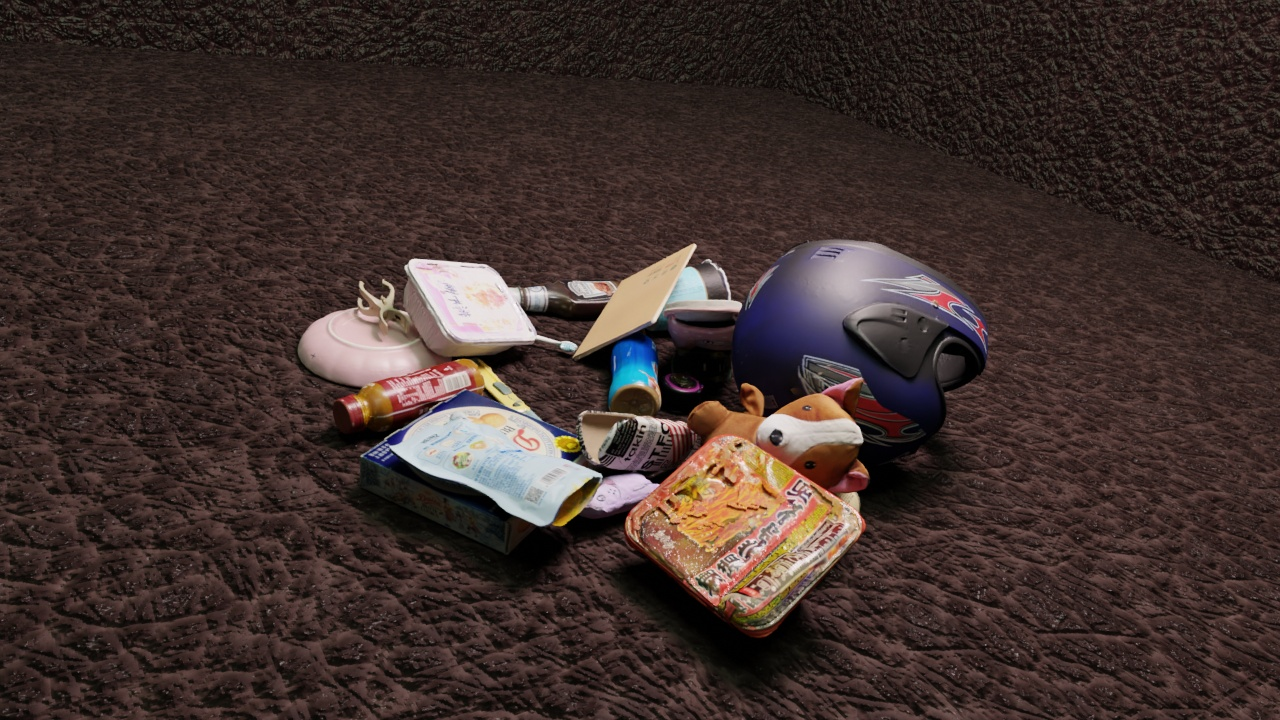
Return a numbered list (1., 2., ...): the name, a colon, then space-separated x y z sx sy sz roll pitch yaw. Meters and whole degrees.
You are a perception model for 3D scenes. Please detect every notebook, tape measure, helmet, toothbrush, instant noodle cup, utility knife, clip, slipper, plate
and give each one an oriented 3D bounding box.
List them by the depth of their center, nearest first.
1. instant noodle cup: 0.095 0.169 0.871 0.164 0.079 0.189 -38 50 -24
2. helmet: 0.263 0.012 1.113 0.315 0.248 0.240 23 68 -14
3. utility knife: -0.169 0.043 1.143 0.030 0.021 0.198 -15 40 -34
4. plate: -0.339 -0.026 1.181 0.192 0.039 0.192 9 26 -4
5. clip: -0.323 -0.070 1.192 0.104 0.035 0.081 33 34 29
6. tape measure: 0.051 0.040 1.196 0.057 0.039 0.058 -1 29 -23
7. instant noodle cup: -0.232 -0.060 1.204 0.173 0.060 0.138 -5 57 -57
8. slipper: 0.093 -0.041 1.262 0.114 0.054 0.274 0 -6 7
9. toothbrush: -0.196 -0.044 1.287 0.224 0.026 0.027 14 25 6
10. notebook: -0.006 -0.086 1.302 0.148 0.008 0.207 -24 24 35
11. instant noodle cup: 0.061 -0.091 1.404 0.120 0.111 0.111 -12 33 -22

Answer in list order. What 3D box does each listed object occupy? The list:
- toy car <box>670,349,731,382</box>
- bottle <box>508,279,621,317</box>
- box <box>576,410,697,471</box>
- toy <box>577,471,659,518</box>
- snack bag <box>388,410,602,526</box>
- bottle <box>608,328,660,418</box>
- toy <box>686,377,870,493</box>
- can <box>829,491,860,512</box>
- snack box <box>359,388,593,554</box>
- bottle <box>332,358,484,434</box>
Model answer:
1. toy car: 0.082 0.010 1.263 0.091 0.043 0.036 5 -8 -27
2. bottle: -0.114 -0.094 1.400 0.194 0.044 0.080 -3 32 -24
3. box: -0.011 0.085 1.019 0.087 0.076 0.162 30 13 32
4. toy: -0.026 0.142 0.960 0.107 0.039 0.084 -7 13 -34
5. snack bag: -0.141 0.103 0.900 0.191 0.039 0.110 20 34 21
6. bottle: -0.007 0.007 1.211 0.065 0.065 0.218 9 27 -4
7. toy: 0.145 0.089 0.979 0.200 0.140 0.130 -7 -12 28
8. can: 0.188 0.173 0.963 0.058 0.059 0.116 22 29 22
9. snack box: -0.166 0.110 0.970 0.183 0.046 0.177 20 28 19
10. bottle: -0.264 0.043 1.051 0.057 0.058 0.174 31 32 35
